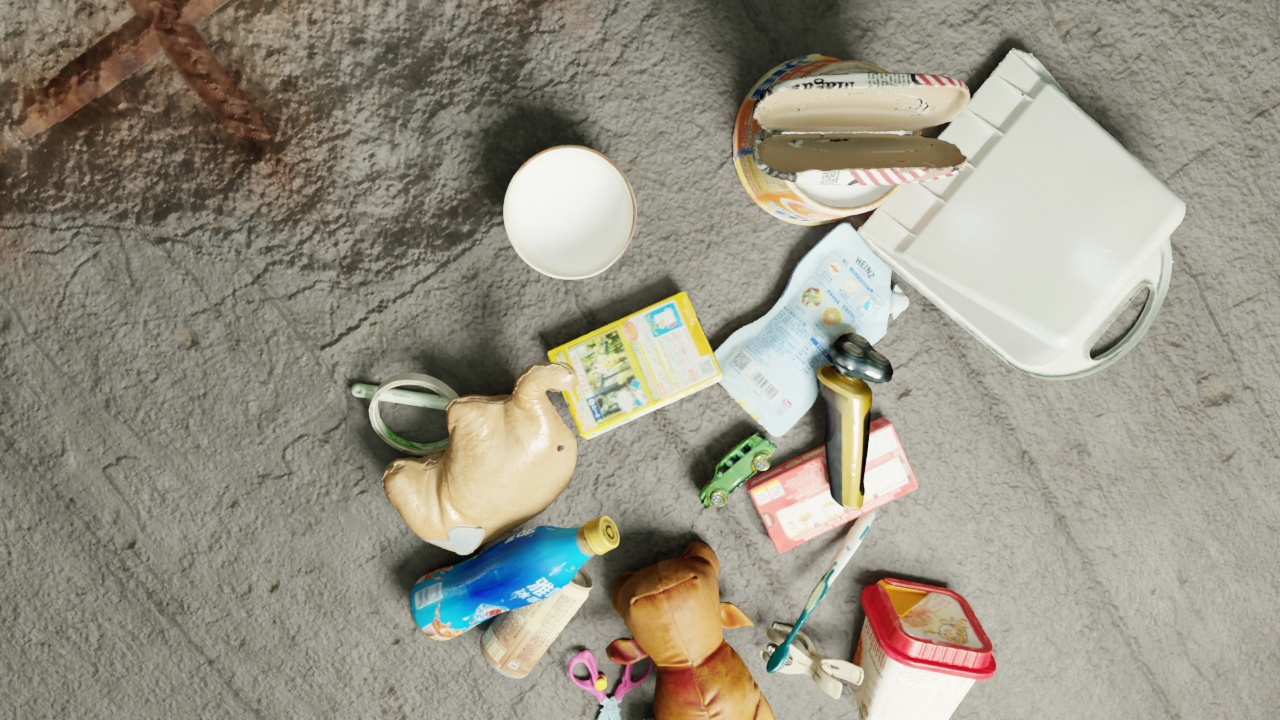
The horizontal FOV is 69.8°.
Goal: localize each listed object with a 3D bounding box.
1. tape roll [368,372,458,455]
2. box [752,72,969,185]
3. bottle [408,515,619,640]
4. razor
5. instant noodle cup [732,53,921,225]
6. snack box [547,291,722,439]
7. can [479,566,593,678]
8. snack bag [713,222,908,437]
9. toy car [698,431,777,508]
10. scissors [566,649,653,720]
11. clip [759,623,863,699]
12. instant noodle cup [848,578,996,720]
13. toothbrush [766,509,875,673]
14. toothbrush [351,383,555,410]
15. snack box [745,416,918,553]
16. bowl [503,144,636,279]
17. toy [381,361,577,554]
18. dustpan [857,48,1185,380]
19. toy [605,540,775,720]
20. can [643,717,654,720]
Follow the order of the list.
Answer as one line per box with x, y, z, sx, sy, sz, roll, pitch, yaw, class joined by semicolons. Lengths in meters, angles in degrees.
-0.206;0.050;0.844;0.086;0.013;0.086;2;123;2;tape roll
0.166;-0.182;0.690;0.163;0.076;0.088;-2;125;-2;box
-0.114;0.193;0.836;0.219;0.065;0.065;-28;104;24;bottle
0.195;0.060;0.841;0.068;0.062;0.168;5;112;23;razor
0.162;-0.188;0.783;0.151;0.111;0.151;-1;103;-4;instant noodle cup
-0.005;0.005;0.838;0.140;0.034;0.087;-24;78;-1;snack box
-0.101;0.246;0.886;0.058;0.058;0.116;36;98;-11;can
0.158;-0.026;0.857;0.110;0.039;0.191;43;94;-6;snack bag
0.091;0.106;0.877;0.091;0.043;0.036;-44;86;-3;toy car
-0.023;0.347;0.938;0.113;0.017;0.134;-21;107;-4;scissors
0.165;0.297;0.903;0.100;0.071;0.035;21;105;37;clip
0.266;0.298;0.903;0.116;0.116;0.124;12;112;-7;instant noodle cup
0.179;0.225;0.900;0.191;0.016;0.018;-54;138;-11;toothbrush
-0.174;0.041;0.856;0.189;0.020;0.029;9;92;-4;toothbrush
0.187;0.122;0.897;0.153;0.025;0.075;-26;104;2;snack box
-0.061;-0.131;0.805;0.113;0.062;0.113;-1;102;-3;bowl
-0.121;0.084;0.821;0.226;0.082;0.143;-43;129;17;toy
0.373;-0.107;0.858;0.258;0.142;0.223;41;93;15;dustpan
0.046;0.285;0.879;0.140;0.130;0.199;-23;82;3;toy
0.060;0.392;0.922;0.111;0.075;0.075;-8;103;-2;can
